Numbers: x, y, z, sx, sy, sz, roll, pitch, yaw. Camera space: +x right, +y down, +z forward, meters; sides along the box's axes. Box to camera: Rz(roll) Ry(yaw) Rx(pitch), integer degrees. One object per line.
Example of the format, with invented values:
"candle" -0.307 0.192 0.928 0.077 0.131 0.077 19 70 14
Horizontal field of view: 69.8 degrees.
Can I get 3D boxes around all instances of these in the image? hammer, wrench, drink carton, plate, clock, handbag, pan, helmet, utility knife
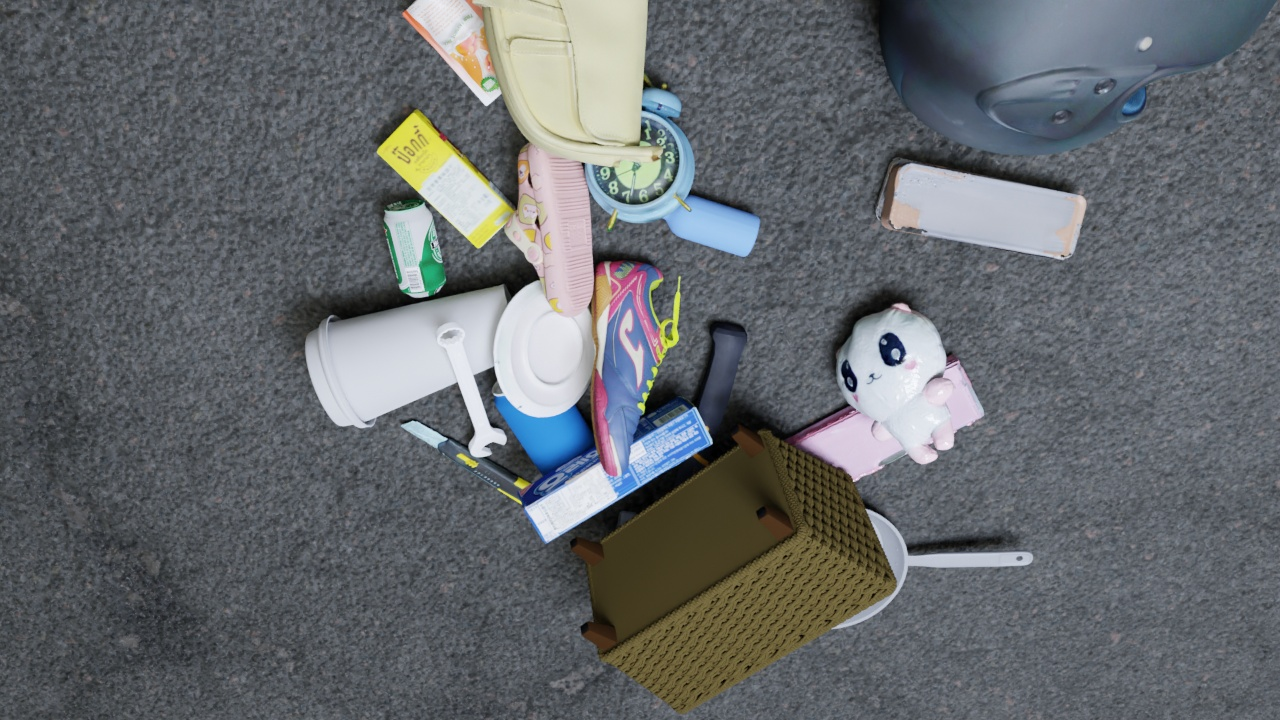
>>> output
"hammer" 0.067 0.098 1.133 0.139 0.035 0.313 9 115 -7
"wrench" -0.191 0.040 1.035 0.047 0.009 0.274 -21 149 -11
"drink carton" -0.172 -0.325 0.931 0.069 0.038 0.122 -36 117 15
"plate" -0.099 -0.013 1.026 0.014 0.156 0.157 8 124 42
"clock" -0.007 -0.221 0.954 0.118 0.060 0.162 -15 91 7
"handbag" -0.064 -0.305 0.874 0.191 0.088 0.233 2 95 -8
"pan" 0.326 0.261 1.204 0.356 0.050 0.201 -6 115 2
"helmet" 0.375 -0.308 0.835 0.316 0.248 0.236 4 143 -5
"utility knife" -0.205 0.132 1.153 0.213 0.020 0.029 33 109 -14

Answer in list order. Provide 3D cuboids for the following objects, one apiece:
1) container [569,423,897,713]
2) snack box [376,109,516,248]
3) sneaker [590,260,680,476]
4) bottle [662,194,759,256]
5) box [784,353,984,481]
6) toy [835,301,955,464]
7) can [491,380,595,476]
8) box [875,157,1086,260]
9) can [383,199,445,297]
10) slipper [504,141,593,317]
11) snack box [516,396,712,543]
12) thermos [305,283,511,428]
"container" 0.087 0.235 1.065 0.322 0.176 0.205 -38 128 21
"snack box" -0.207 -0.195 0.992 0.061 0.025 0.149 -40 110 16
"sneaker" -0.006 0.006 1.007 0.091 0.116 0.241 2 79 -9
"bottle" 0.061 -0.154 1.004 0.131 0.048 0.048 16 114 -8
"box" 0.298 0.083 1.127 0.233 0.037 0.098 -27 114 12
"toy" 0.296 0.029 1.040 0.101 0.179 0.139 2 148 -40
"can" -0.110 0.077 1.094 0.079 0.078 0.146 -25 113 10
"box" 0.372 -0.164 1.004 0.216 0.062 0.081 10 104 -6
"can" -0.249 -0.122 1.011 0.053 0.053 0.101 -7 116 2
"slipper" -0.101 -0.143 0.985 0.082 0.093 0.197 -1 106 26
"snack box" -0.029 0.123 1.058 0.226 0.059 0.059 -30 110 -9
"thermos" -0.246 -0.013 1.032 0.222 0.131 0.131 -18 115 -1
